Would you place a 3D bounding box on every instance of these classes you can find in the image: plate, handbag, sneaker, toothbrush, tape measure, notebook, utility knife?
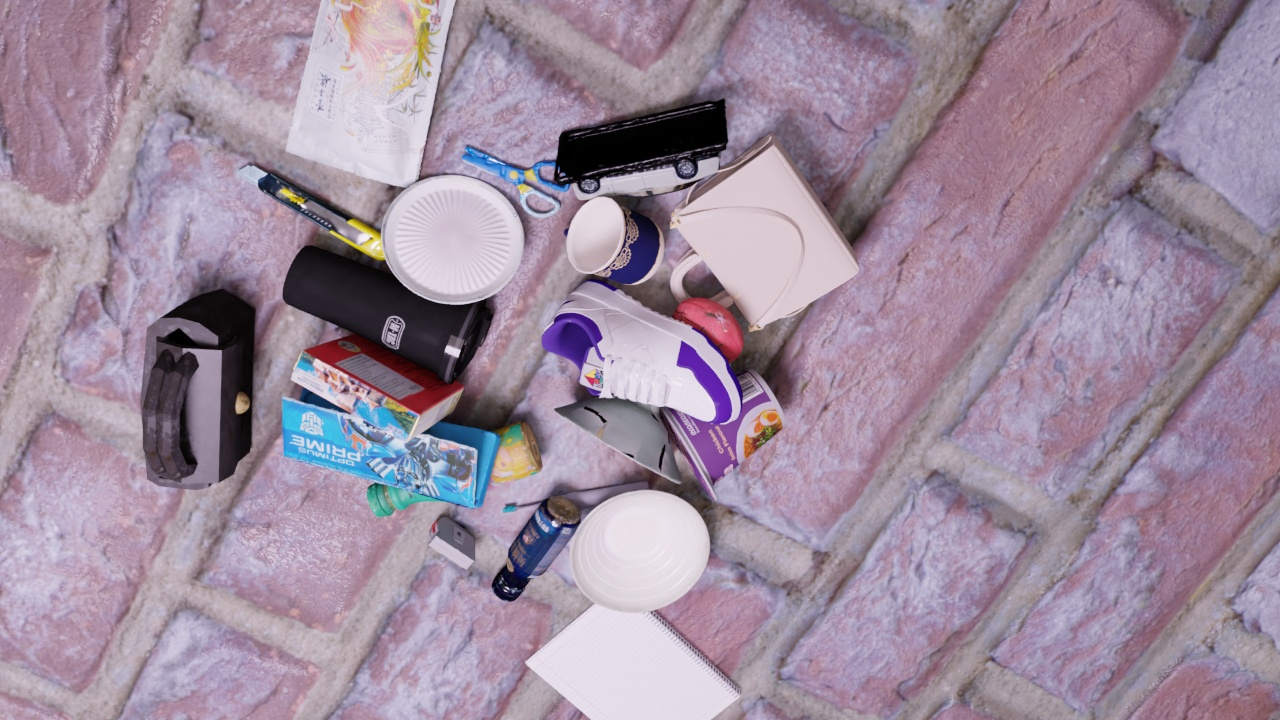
[{"bbox_3d":[-0.209,-0.135,1.025,0.157,0.014,0.156,4,72,-11],"label":"plate"},{"bbox_3d":[0.119,-0.128,1.054,0.198,0.101,0.194,-33,107,19],"label":"handbag"},{"bbox_3d":[-0.006,0.006,1.014,0.244,0.110,0.092,33,139,20],"label":"sneaker"},{"bbox_3d":[-0.082,0.177,1.164,0.188,0.018,0.019,-9,116,-1],"label":"toothbrush"},{"bbox_3d":[-0.234,0.225,1.147,0.060,0.062,0.020,39,101,-19],"label":"tape measure"},{"bbox_3d":[-0.483,0.042,1.003,0.102,0.199,0.197,7,107,-6],"label":"handbag"},{"bbox_3d":[-0.007,0.433,1.253,0.178,0.013,0.245,-42,105,11],"label":"notebook"},{"bbox_3d":[-0.368,-0.169,1.040,0.187,0.020,0.029,30,101,-11],"label":"utility knife"}]

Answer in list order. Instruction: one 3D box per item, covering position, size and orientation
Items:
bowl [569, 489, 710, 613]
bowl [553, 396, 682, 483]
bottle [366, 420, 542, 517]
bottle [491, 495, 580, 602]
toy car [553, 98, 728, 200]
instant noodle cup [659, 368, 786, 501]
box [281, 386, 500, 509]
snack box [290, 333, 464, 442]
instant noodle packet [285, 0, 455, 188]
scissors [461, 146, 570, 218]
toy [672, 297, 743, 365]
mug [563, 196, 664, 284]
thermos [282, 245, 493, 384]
[{"bbox_3d":[-0.004,0.229,1.160,0.176,0.057,0.177,-3,111,-9],"label":"bowl"},{"bbox_3d":[-0.012,0.071,1.062,0.174,0.174,0.068,31,89,-12],"label":"bowl"},{"bbox_3d":[-0.227,0.138,1.117,0.210,0.068,0.068,-20,107,2],"label":"bottle"},{"bbox_3d":[-0.134,0.239,1.152,0.056,0.056,0.161,30,116,-12],"label":"bottle"},{"bbox_3d":[0.007,-0.218,1.009,0.192,0.094,0.071,-9,134,11],"label":"toy car"},{"bbox_3d":[0.106,0.080,1.099,0.122,0.136,0.122,-31,152,-4],"label":"instant noodle cup"},{"bbox_3d":[-0.294,0.097,1.051,0.243,0.085,0.091,14,82,8],"label":"box"},{"bbox_3d":[-0.288,0.025,1.024,0.145,0.142,0.040,28,104,3],"label":"snack box"},{"bbox_3d":[-0.283,-0.329,0.980,0.147,0.057,0.270,17,110,-7],"label":"instant noodle packet"},{"bbox_3d":[-0.142,-0.215,1.043,0.130,0.022,0.070,29,105,-8],"label":"scissors"},{"bbox_3d":[0.072,-0.024,1.064,0.092,0.133,0.062,44,64,13],"label":"toy"},{"bbox_3d":[-0.030,-0.132,1.042,0.089,0.112,0.085,15,91,-47],"label":"mug"},{"bbox_3d":[-0.286,-0.057,1.041,0.218,0.105,0.106,22,104,-5],"label":"thermos"}]
